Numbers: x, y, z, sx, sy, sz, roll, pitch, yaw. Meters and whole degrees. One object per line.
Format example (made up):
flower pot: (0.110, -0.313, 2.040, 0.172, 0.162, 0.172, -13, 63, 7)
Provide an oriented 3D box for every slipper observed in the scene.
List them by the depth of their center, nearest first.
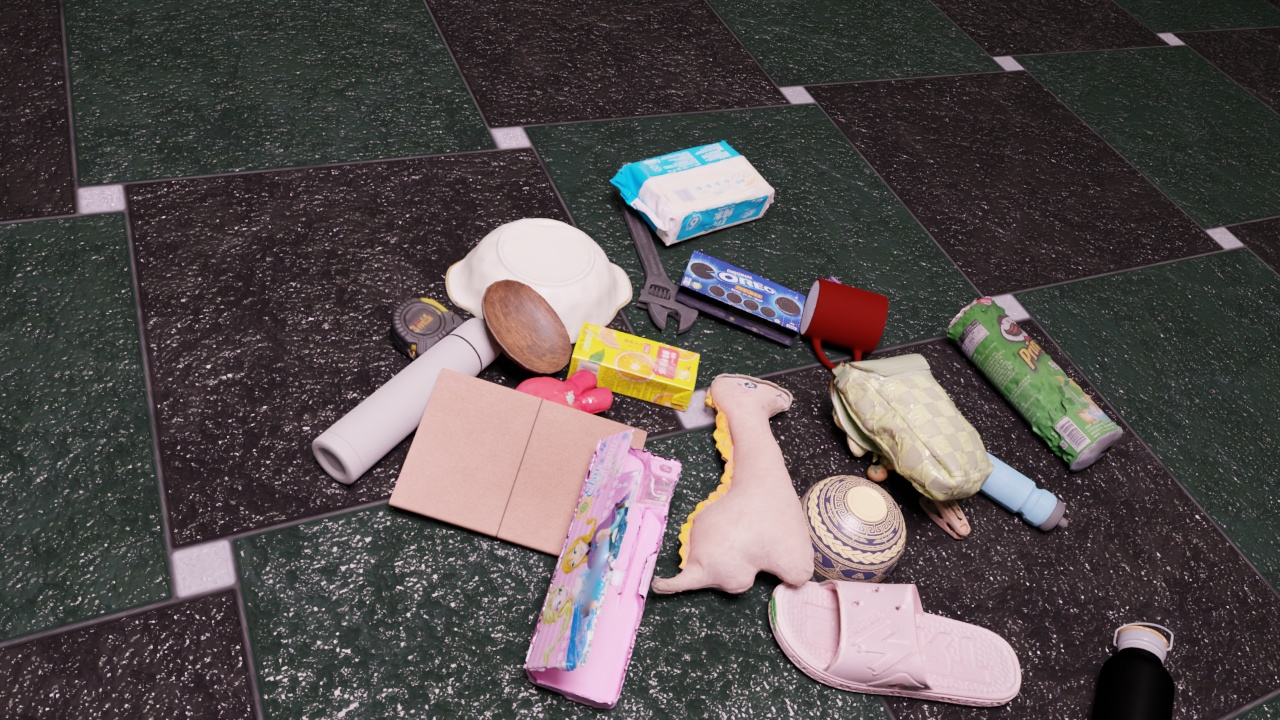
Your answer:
slipper: (0.235, 0.250, 0.825, 0.239, 0.065, 0.094, 15, 47, -4)

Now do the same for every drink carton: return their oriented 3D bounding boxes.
drink carton: (-0.006, 0.006, 0.993, 0.134, 0.043, 0.058, 16, 46, -1)

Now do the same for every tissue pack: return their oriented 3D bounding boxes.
tissue pack: (0.070, -0.220, 1.194, 0.208, 0.066, 0.117, -20, 58, -34)

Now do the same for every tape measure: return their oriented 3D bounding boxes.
tape measure: (-0.233, -0.033, 0.973, 0.062, 0.038, 0.067, 39, 55, 8)

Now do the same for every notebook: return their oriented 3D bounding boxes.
notebook: (-0.111, 0.101, 0.867, 0.209, 0.008, 0.141, 18, 66, -3)

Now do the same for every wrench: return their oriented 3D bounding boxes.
wrench: (0.009, -0.134, 1.140, 0.073, 0.018, 0.272, 0, 48, -21)

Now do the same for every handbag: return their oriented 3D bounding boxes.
handbag: (0.271, 0.077, 0.955, 0.113, 0.117, 0.186, -4, 49, -34)

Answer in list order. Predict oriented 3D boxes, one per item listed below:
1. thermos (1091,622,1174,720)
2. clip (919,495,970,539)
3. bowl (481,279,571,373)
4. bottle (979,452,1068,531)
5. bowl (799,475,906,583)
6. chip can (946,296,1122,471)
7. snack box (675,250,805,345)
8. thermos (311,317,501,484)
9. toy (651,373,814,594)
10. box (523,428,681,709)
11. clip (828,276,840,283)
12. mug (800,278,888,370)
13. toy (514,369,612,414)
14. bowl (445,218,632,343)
thermos: (0.434, 0.323, 0.813, 0.061, 0.061, 0.230, 29, 48, 11)
clip: (0.315, 0.162, 0.960, 0.024, 0.043, 0.061, -18, 68, -27)
bowl: (-0.125, -0.030, 0.960, 0.114, 0.026, 0.101, 53, 36, 1)
bottle: (0.396, 0.138, 0.983, 0.130, 0.040, 0.040, 34, 50, 16)
bowl: (0.212, 0.157, 0.902, 0.112, 0.061, 0.112, 7, 48, -8)
chip can: (0.460, 0.026, 1.077, 0.075, 0.076, 0.223, -17, 56, -27)
snack box: (0.121, -0.076, 1.097, 0.150, 0.027, 0.082, 22, 41, -1)
thermos: (-0.221, 0.032, 0.906, 0.052, 0.052, 0.223, 32, 49, 14)
toy: (0.085, 0.112, 0.912, 0.196, 0.065, 0.264, -3, 46, -12)
box: (-0.025, 0.165, 0.783, 0.085, 0.097, 0.229, 18, 59, -1)
clip: (0.254, -0.088, 1.166, 0.053, 0.013, 0.036, 40, 50, 24)
mug: (0.236, -0.037, 1.084, 0.082, 0.073, 0.105, 15, 77, -1)
toy: (-0.089, 0.054, 0.926, 0.091, 0.045, 0.134, 42, 58, 19)
bowl: (-0.112, -0.106, 1.054, 0.219, 0.060, 0.188, -2, 50, -16)
